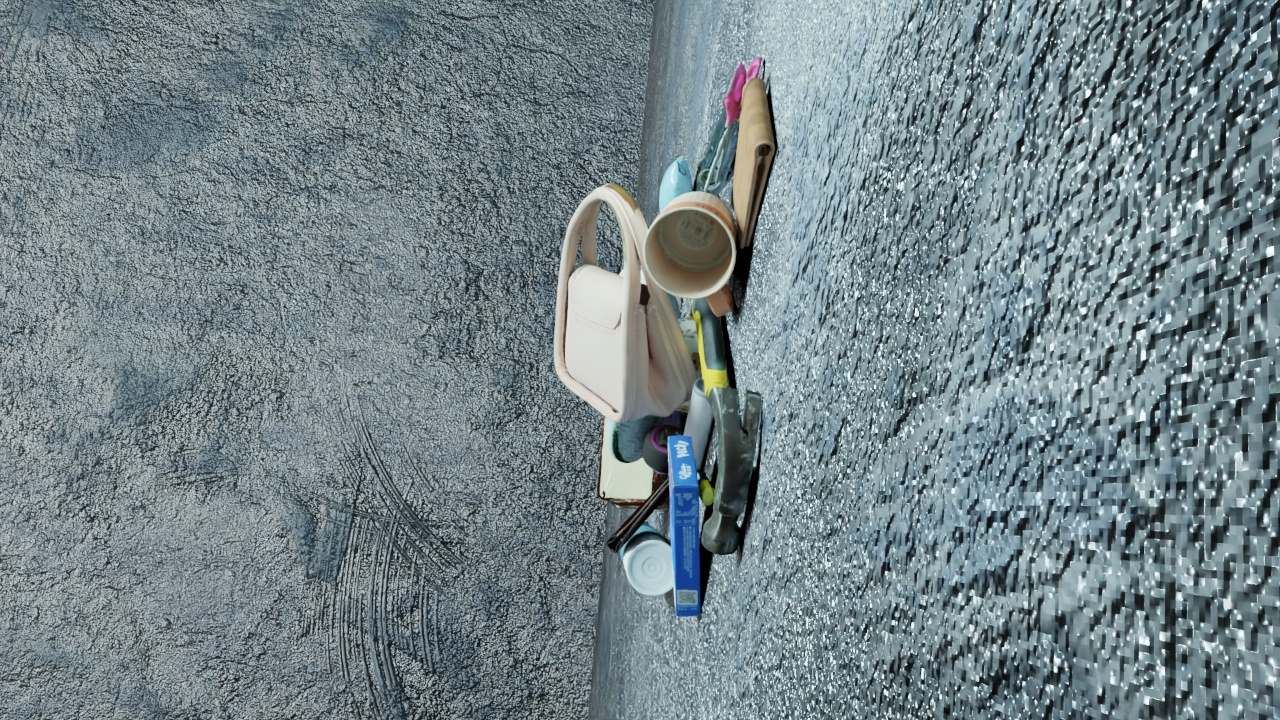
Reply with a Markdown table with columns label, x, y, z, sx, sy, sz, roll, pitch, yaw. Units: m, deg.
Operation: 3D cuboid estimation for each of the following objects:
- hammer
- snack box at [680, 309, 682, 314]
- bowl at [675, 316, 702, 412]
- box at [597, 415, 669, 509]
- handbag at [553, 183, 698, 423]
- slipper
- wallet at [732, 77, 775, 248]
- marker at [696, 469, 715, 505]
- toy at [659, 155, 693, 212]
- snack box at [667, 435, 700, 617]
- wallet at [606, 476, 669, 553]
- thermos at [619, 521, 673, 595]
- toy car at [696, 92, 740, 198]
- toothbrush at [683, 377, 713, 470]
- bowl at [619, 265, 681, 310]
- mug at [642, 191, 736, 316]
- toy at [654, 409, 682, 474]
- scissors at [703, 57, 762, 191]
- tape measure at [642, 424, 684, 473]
| label | x | y | z | sx | sy | sz | roll | pitch | yaw |
| --- | --- | --- | --- | --- | --- | --- | --- | --- | --- |
| hammer | 0.070 | 0.019 | 0.827 | 0.322 | 0.032 | 0.126 | -90 | 7 | -59 |
| snack box | 0.011 | -0.011 | 1.324 | 0.044 | 0.127 | 0.113 | 59 | 171 | 7 |
| bowl | 0.041 | 0.003 | 1.063 | 0.113 | 0.062 | 0.113 | -179 | 94 | -87 |
| box | -0.005 | 0.112 | 1.245 | 0.079 | 0.091 | 0.168 | 40 | -129 | -64 |
| handbag | -0.027 | -0.066 | 0.962 | 0.193 | 0.093 | 0.234 | 26 | 126 | 59 |
| slipper | -0.007 | 0.007 | 1.143 | 0.104 | 0.074 | 0.244 | 58 | -139 | -52 |
| wallet | 0.097 | -0.174 | 0.812 | 0.115 | 0.020 | 0.101 | 96 | 177 | -48 |
| marker | 0.063 | 0.124 | 0.907 | 0.124 | 0.015 | 0.018 | -107 | 23 | -88 |
| toy | 0.051 | -0.213 | 1.308 | 0.161 | 0.050 | 0.156 | 82 | -169 | -71 |
| snack box | 0.043 | 0.161 | 0.889 | 0.084 | 0.026 | 0.157 | -92 | 0 | -62 |
| wallet | 0.008 | 0.179 | 1.115 | 0.122 | 0.020 | 0.096 | -46 | -6 | -20 |
| thermos | 0.008 | 0.249 | 1.164 | 0.220 | 0.070 | 0.070 | 128 | 147 | -84 |
| toy car | 0.086 | -0.218 | 0.921 | 0.054 | 0.037 | 0.121 | -90 | 17 | -64 |
| toothbrush | 0.053 | 0.107 | 0.975 | 0.026 | 0.027 | 0.221 | -69 | -10 | -49 |
| bowl | 0.020 | -0.087 | 1.351 | 0.065 | 0.118 | 0.118 | 26 | 116 | 46 |
| mug | 0.057 | -0.098 | 0.861 | 0.114 | 0.082 | 0.105 | 61 | -164 | -14 |
| toy | 0.036 | 0.094 | 1.158 | 0.084 | 0.039 | 0.107 | -45 | 31 | 40 |
| scissors | 0.087 | -0.223 | 0.863 | 0.096 | 0.017 | 0.137 | -54 | -18 | -41 |
| tape measure | 0.031 | 0.102 | 1.080 | 0.057 | 0.057 | 0.039 | -75 | -4 | -51 |
